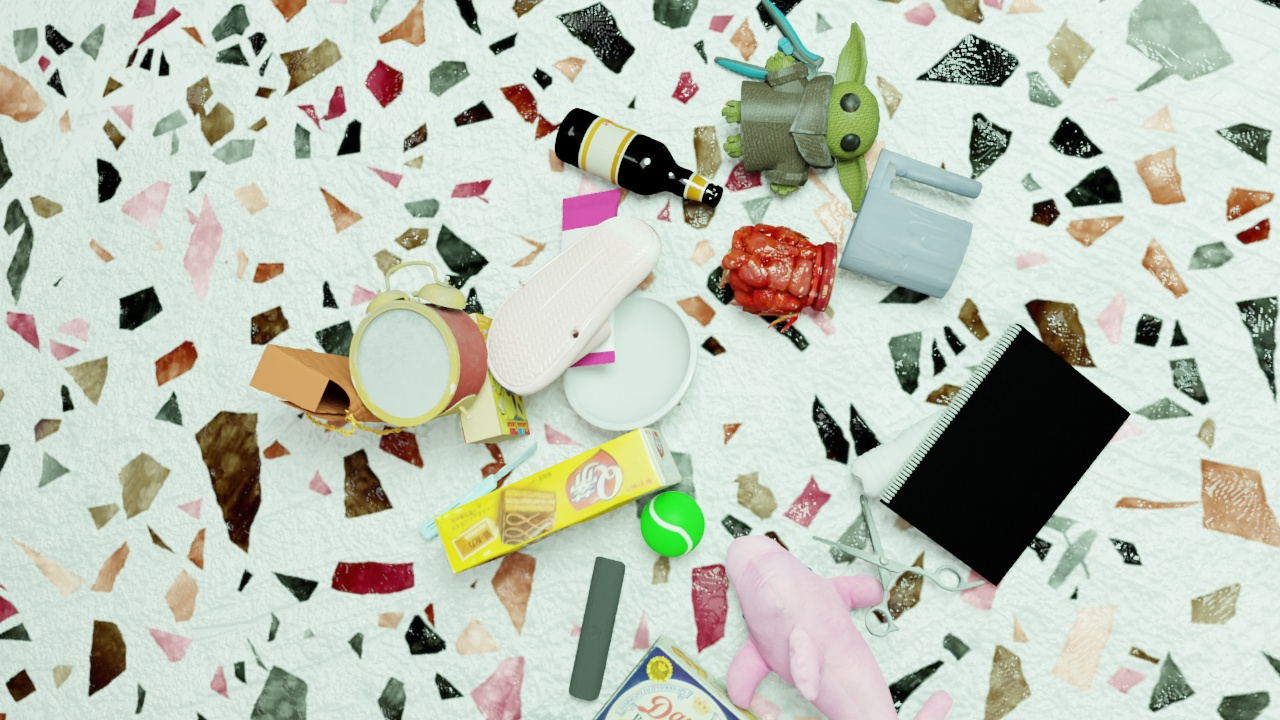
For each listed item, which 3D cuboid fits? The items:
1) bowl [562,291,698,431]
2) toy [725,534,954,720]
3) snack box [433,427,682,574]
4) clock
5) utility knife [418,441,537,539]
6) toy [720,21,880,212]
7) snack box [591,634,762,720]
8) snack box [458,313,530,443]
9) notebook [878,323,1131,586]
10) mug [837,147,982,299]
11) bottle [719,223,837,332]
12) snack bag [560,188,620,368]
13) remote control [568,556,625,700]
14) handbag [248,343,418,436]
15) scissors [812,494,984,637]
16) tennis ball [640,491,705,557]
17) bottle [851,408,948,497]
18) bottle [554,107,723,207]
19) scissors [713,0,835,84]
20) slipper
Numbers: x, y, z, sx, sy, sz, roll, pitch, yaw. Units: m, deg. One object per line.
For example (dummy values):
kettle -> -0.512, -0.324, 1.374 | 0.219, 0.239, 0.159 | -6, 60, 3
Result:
bowl -> -0.006, 0.005, 0.946 | 0.150, 0.043, 0.149 | -9, 67, 22
toy -> 0.165, 0.277, 0.851 | 0.186, 0.128, 0.265 | -37, 77, 1
snack box -> -0.081, 0.140, 0.925 | 0.230, 0.110, 0.061 | -24, 81, 9
clock -> -0.209, -0.017, 0.886 | 0.117, 0.081, 0.159 | -7, 92, 21
utility knife -> -0.173, 0.142, 0.994 | 0.165, 0.015, 0.022 | -37, 47, 6
toy -> 0.160, -0.235, 0.915 | 0.153, 0.078, 0.179 | 0, 108, 13
snack box -> 0.030, 0.378, 0.918 | 0.144, 0.042, 0.145 | 38, 94, 12
snack box -> -0.161, 0.021, 0.962 | 0.040, 0.088, 0.125 | -15, 83, 10
notebook -> 0.341, 0.090, 0.862 | 0.149, 0.016, 0.207 | 36, 94, -11
mug -> 0.262, -0.132, 0.888 | 0.104, 0.084, 0.124 | 20, 87, 8
bottle -> 0.133, -0.083, 0.913 | 0.111, 0.099, 0.099 | 10, 87, 2
snack bag -> -0.055, -0.087, 0.965 | 0.070, 0.016, 0.196 | -7, 71, 22
remote control -> -0.046, 0.278, 0.955 | 0.033, 0.015, 0.146 | 11, 88, 12
handbag -> -0.304, 0.039, 0.948 | 0.109, 0.172, 0.060 | 24, 90, 12
scissors -> 0.246, 0.201, 0.877 | 0.175, 0.014, 0.141 | 16, 54, -2
tennis ball -> 0.032, 0.164, 0.922 | 0.065, 0.065, 0.065 | -1, 85, 12
bottle -> 0.271, 0.084, 0.889 | 0.136, 0.044, 0.044 | -32, 80, 8
bottle -> 0.001, -0.205, 0.961 | 0.182, 0.059, 0.059 | 26, 91, 12
scissors -> 0.145, -0.312, 0.961 | 0.124, 0.019, 0.155 | -19, 81, 10
slipper -> -0.067, -0.058, 0.920 | 0.107, 0.056, 0.221 | 38, 80, 29
